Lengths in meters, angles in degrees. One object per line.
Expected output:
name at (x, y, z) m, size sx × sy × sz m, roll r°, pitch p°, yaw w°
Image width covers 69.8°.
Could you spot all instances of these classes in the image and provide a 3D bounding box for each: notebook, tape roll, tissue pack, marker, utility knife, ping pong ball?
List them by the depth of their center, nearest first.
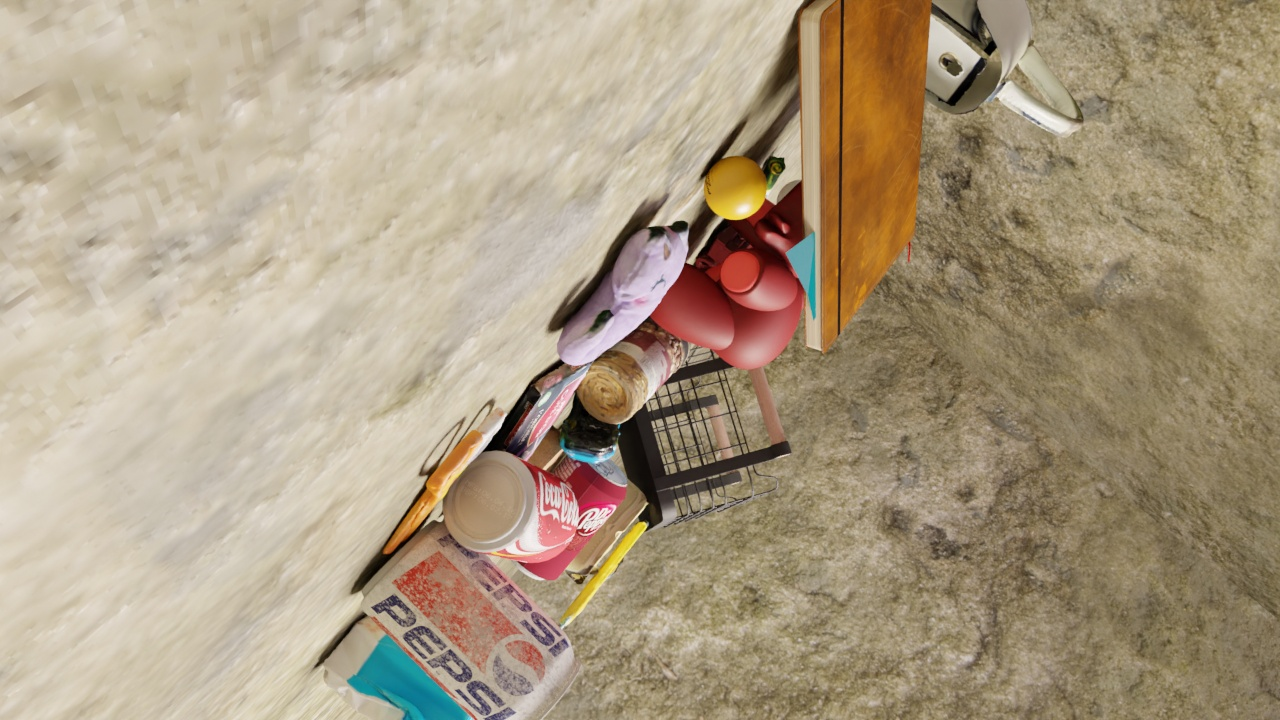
ping pong ball at (0.060, -0.110, 0.584) m, size 0.040 × 0.040 × 0.040 m, roll -49°, pitch 175°, yaw -6°
notebook at (0.144, -0.129, 0.593) m, size 0.178 × 0.014 × 0.250 m, roll -47°, pitch 142°, yaw -35°
tissue pack at (-0.168, 0.242, 0.744) m, size 0.066 × 0.117 × 0.209 m, roll -56°, pitch 175°, yaw 6°
tape roll at (-0.098, 0.095, 0.776) m, size 0.094 × 0.027 × 0.094 m, roll -49°, pitch 175°, yaw -6°
marker at (0.107, -0.147, 0.853) m, size 0.017 × 0.017 × 0.147 m, roll -48°, pitch 175°, yaw -17°
utility knife at (-0.041, 0.212, 0.887) m, size 0.174 × 0.017 × 0.031 m, roll -42°, pitch 172°, yaw -42°

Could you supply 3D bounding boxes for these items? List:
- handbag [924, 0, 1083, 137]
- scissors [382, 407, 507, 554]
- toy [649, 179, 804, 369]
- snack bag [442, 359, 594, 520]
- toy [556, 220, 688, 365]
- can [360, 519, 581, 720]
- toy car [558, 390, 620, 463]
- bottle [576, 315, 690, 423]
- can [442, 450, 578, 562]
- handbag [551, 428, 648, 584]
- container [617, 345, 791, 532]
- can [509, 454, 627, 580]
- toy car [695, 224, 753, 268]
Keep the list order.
handbag at (0.268, -0.237, 0.693) m, size 0.150 × 0.176 × 0.074 m, roll -44°, pitch 171°, yaw -46°
scissors at (-0.118, 0.073, 0.547) m, size 0.132 × 0.012 × 0.073 m, roll -49°, pitch 180°, yaw 37°
toy at (0.107, -0.086, 0.721) m, size 0.197 × 0.120 × 0.158 m, roll -45°, pitch 166°, yaw 15°
snack bag at (-0.089, 0.059, 0.654) m, size 0.156 × 0.018 × 0.074 m, roll -55°, pitch 170°, yaw 31°
toy at (-0.010, -0.037, 0.530) m, size 0.100 × 0.036 × 0.080 m, roll -51°, pitch 176°, yaw 23°
can at (-0.110, 0.174, 0.598) m, size 0.078 × 0.136 × 0.078 m, roll -45°, pitch 180°, yaw -1°
toy car at (-0.039, 0.055, 0.769) m, size 0.105 × 0.048 × 0.032 m, roll -77°, pitch 180°, yaw -65°
bottle at (-0.005, 0.004, 0.769) m, size 0.105 × 0.056 × 0.056 m, roll -44°, pitch 172°, yaw -51°
can at (-0.082, 0.099, 0.609) m, size 0.064 × 0.064 × 0.105 m, roll -50°, pitch 159°, yaw -3°
handbag at (-0.067, 0.143, 0.891) m, size 0.110 × 0.119 × 0.081 m, roll -46°, pitch 175°, yaw -43°
container at (0.053, 0.080, 0.961) m, size 0.130 × 0.162 × 0.242 m, roll -14°, pitch 168°, yaw -9°
can at (-0.066, 0.134, 0.805) m, size 0.114 × 0.063 × 0.063 m, roll -51°, pitch 175°, yaw 10°
toy car at (0.082, -0.076, 0.901) m, size 0.070 × 0.062 × 0.170 m, roll -47°, pitch 174°, yaw -29°
